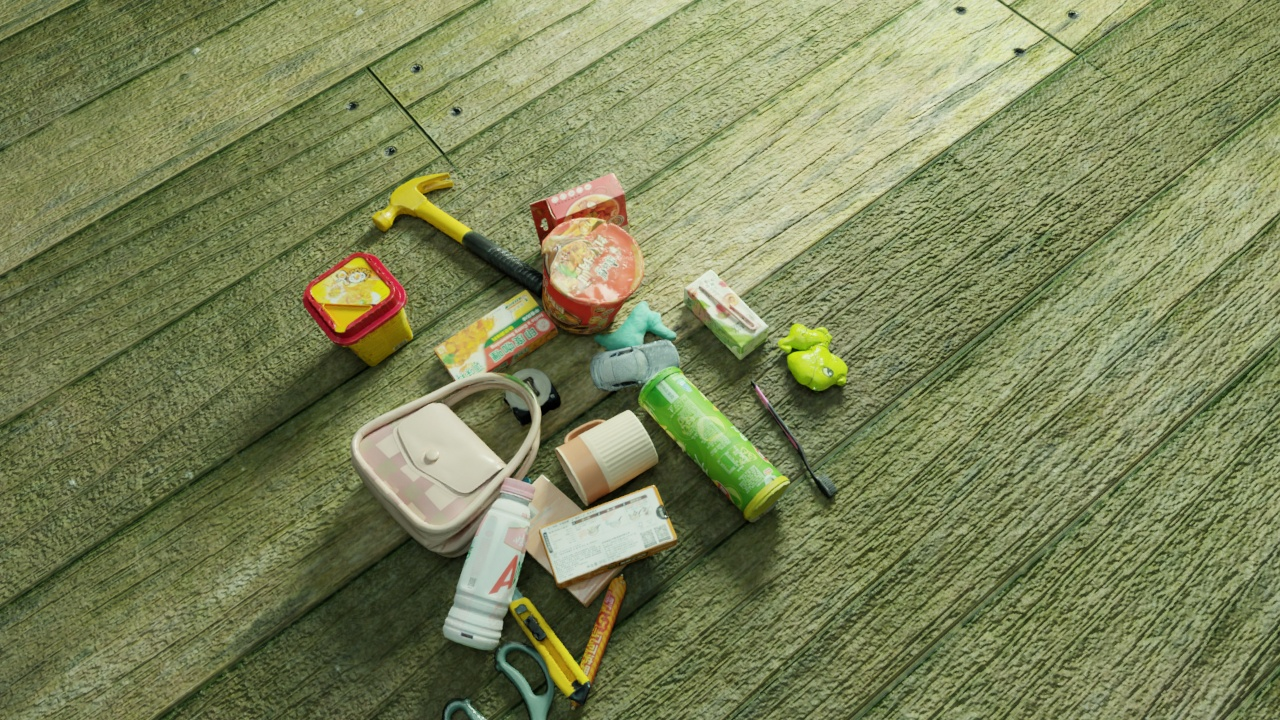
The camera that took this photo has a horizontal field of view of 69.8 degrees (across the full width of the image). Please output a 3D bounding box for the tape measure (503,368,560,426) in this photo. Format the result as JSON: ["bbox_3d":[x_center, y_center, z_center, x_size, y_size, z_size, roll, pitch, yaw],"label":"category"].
[{"bbox_3d":[-0.148,0.046,1.228,0.065,0.034,0.066,-31,65,-13],"label":"tape measure"}]

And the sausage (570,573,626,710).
[{"bbox_3d":[-0.049,0.329,1.081,0.021,0.021,0.164,16,65,12],"label":"sausage"}]

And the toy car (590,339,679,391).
[{"bbox_3d":[-0.007,0.007,1.225,0.120,0.037,0.054,-12,91,-5],"label":"toy car"}]

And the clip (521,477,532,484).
[{"bbox_3d":[-0.165,0.162,1.178,0.057,0.047,0.014,-6,63,3],"label":"clip"}]

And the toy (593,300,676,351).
[{"bbox_3d":[-0.002,-0.039,1.263,0.096,0.030,0.091,30,71,12],"label":"toy"}]

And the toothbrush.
[{"bbox_3d":[0.196,0.098,1.186,0.017,0.014,0.189,-23,63,-19],"label":"toothbrush"}]

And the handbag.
[{"bbox_3d":[-0.229,0.112,1.165,0.233,0.093,0.193,-42,65,-18],"label":"handbag"}]

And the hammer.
[{"bbox_3d":[-0.252,-0.180,1.352,0.301,0.033,0.128,34,71,19],"label":"hammer"}]

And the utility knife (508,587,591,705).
[{"bbox_3d":[-0.127,0.317,1.085,0.033,0.015,0.216,-39,59,-11],"label":"utility knife"}]

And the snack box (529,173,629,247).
[{"bbox_3d":[-0.084,-0.196,1.301,0.127,0.113,0.044,-22,65,-6],"label":"snack box"}]

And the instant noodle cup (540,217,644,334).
[{"bbox_3d":[-0.071,-0.108,1.245,0.138,0.109,0.137,6,62,-11],"label":"instant noodle cup"}]

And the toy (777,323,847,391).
[{"bbox_3d":[0.229,-0.002,1.225,0.097,0.031,0.100,9,60,9],"label":"toy"}]

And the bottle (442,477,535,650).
[{"bbox_3d":[-0.173,0.239,1.091,0.068,0.068,0.196,15,77,11],"label":"bottle"}]

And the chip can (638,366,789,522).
[{"bbox_3d":[0.088,0.101,1.160,0.072,0.073,0.221,-38,67,-14],"label":"chip can"}]

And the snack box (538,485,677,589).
[{"bbox_3d":[-0.039,0.212,1.107,0.153,0.026,0.075,-20,62,-8],"label":"snack box"}]

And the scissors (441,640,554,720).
[{"bbox_3d":[-0.132,0.399,1.054,0.177,0.019,0.170,17,65,14],"label":"scissors"}]

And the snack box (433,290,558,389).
[{"bbox_3d":[-0.200,-0.026,1.272,0.155,0.027,0.077,-35,67,-13],"label":"snack box"}]

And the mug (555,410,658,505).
[{"bbox_3d":[-0.049,0.115,1.166,0.105,0.082,0.114,-28,35,-12],"label":"mug"}]

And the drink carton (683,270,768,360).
[{"bbox_3d":[0.116,-0.064,1.257,0.053,0.045,0.122,-36,66,-15],"label":"drink carton"}]

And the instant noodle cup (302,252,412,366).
[{"bbox_3d":[-0.375,-0.063,1.250,0.116,0.124,0.116,-38,67,-14],"label":"instant noodle cup"}]

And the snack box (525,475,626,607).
[{"bbox_3d":[-0.095,0.222,1.137,0.157,0.026,0.084,39,71,20],"label":"snack box"}]
